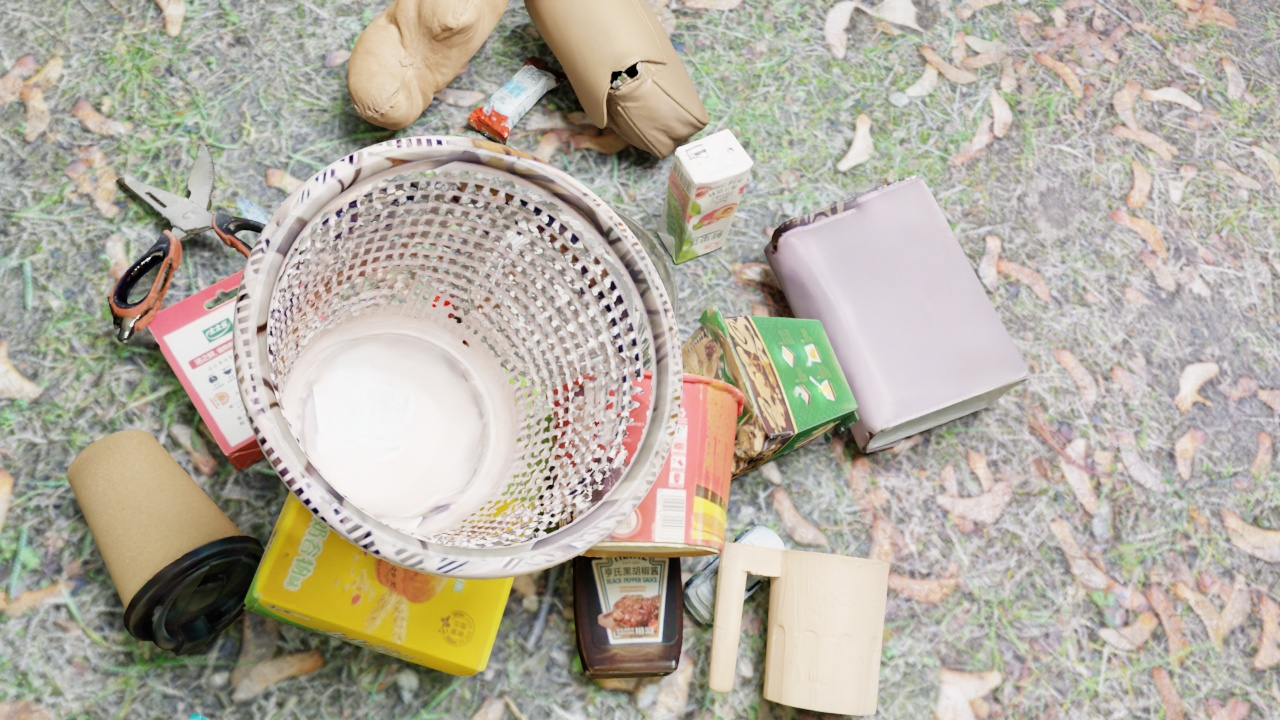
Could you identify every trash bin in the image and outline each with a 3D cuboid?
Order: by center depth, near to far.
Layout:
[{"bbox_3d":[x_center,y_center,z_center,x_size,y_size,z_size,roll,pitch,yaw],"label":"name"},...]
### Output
[{"bbox_3d":[-0.119,0.017,0.528,0.227,0.193,0.227,9,70,-26],"label":"trash bin"}]

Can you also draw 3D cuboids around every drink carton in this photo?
[{"bbox_3d":[0.050,-0.135,0.770,0.053,0.123,0.045,-23,70,-16],"label":"drink carton"}]

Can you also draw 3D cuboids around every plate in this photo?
[{"bbox_3d":[-0.057,-0.050,0.743,0.179,0.024,0.179,4,69,-10],"label":"plate"}]

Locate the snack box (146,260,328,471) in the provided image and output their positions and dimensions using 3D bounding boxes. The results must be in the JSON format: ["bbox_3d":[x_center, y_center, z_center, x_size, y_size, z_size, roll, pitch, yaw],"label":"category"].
[{"bbox_3d":[-0.289,-0.001,0.698,0.113,0.044,0.127,-32,76,-20],"label":"snack box"}]

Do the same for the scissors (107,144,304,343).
[{"bbox_3d":[-0.345,-0.099,0.715,0.189,0.015,0.226,0,52,5],"label":"scissors"}]

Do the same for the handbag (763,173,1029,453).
[{"bbox_3d":[0.205,-0.037,0.764,0.144,0.099,0.197,-16,71,-18],"label":"handbag"}]

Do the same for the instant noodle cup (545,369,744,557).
[{"bbox_3d":[0.000,0.075,0.620,0.138,0.138,0.108,4,73,-8],"label":"instant noodle cup"}]

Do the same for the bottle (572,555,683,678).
[{"bbox_3d":[-0.011,0.134,0.685,0.080,0.044,0.194,1,66,-8],"label":"bottle"}]

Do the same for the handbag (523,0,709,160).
[{"bbox_3d":[-0.028,-0.275,0.813,0.100,0.147,0.204,-34,70,17],"label":"handbag"}]

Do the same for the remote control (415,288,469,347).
[{"bbox_3d":[-0.117,-0.013,0.744,0.136,0.020,0.055,25,64,3],"label":"remote control"}]

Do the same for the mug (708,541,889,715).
[{"bbox_3d":[0.111,0.188,0.649,0.124,0.084,0.103,10,77,-10],"label":"mug"}]

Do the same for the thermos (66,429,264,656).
[{"bbox_3d":[-0.324,0.118,0.621,0.092,0.093,0.143,-37,69,-22],"label":"thermos"}]

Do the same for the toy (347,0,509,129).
[{"bbox_3d":[-0.161,-0.289,0.772,0.226,0.082,0.143,-41,39,14],"label":"toy"}]

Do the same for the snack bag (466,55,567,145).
[{"bbox_3d":[-0.113,-0.243,0.842,0.045,0.026,0.105,30,64,14],"label":"snack bag"}]

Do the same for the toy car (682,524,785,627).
[{"bbox_3d":[0.073,0.161,0.693,0.090,0.034,0.043,-36,74,-23],"label":"toy car"}]

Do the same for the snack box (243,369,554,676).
[{"bbox_3d":[-0.157,0.093,0.640,0.157,0.070,0.209,25,64,-19],"label":"snack box"}]

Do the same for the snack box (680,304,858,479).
[{"bbox_3d":[0.096,0.024,0.721,0.105,0.118,0.117,-10,69,-27],"label":"snack box"}]

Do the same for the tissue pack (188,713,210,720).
[{"bbox_3d":[-0.275,0.299,0.565,0.093,0.050,0.133,25,65,1],"label":"tissue pack"}]
